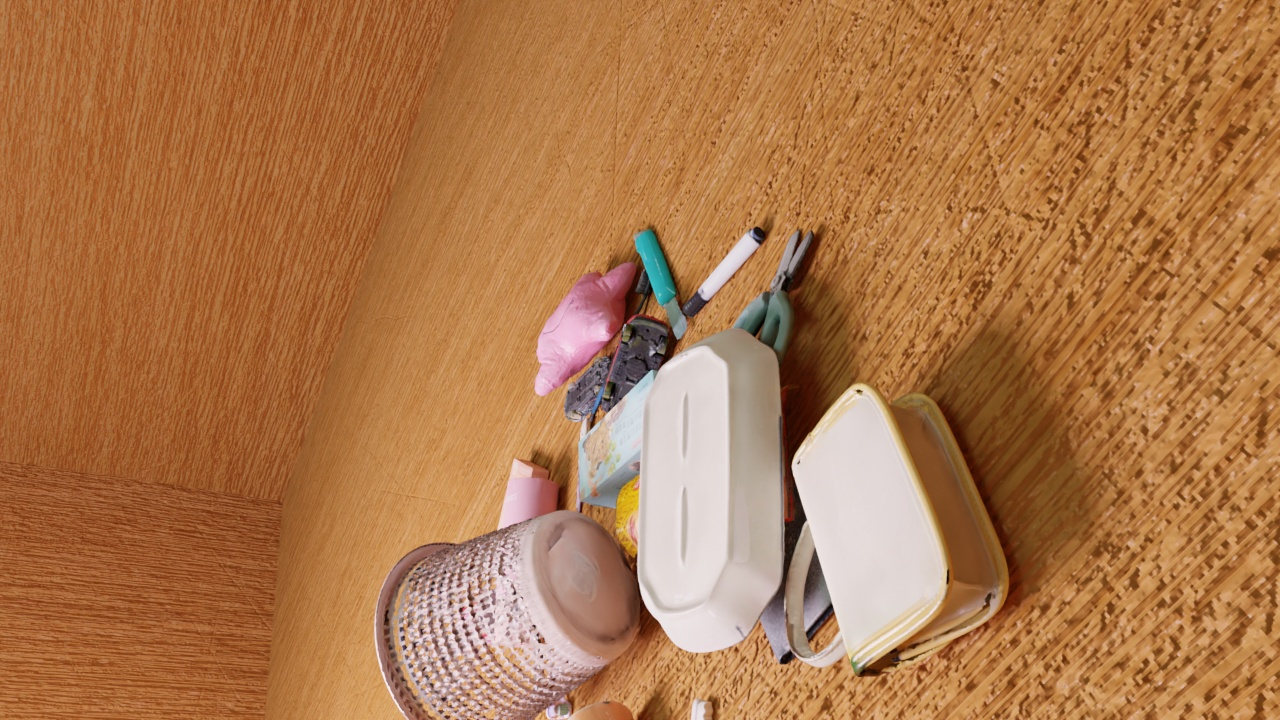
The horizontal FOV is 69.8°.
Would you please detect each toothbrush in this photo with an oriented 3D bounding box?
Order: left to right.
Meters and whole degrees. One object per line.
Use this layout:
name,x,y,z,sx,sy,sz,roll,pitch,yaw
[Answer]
toothbrush,-0.093,0.310,1.050,0.021,0.029,0.188,75,-170,-56
toothbrush,-0.065,0.153,1.080,0.016,0.017,0.187,-42,39,53
toothbrush,-0.024,-0.018,1.051,0.014,0.016,0.189,-176,109,-78
toothbrush,0.044,0.373,0.753,0.016,0.016,0.180,-16,63,54

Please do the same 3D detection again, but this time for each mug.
mug,-0.020,0.377,0.816,0.122,0.078,0.078,50,122,53

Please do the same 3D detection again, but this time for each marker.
marker,0.080,-0.087,0.905,0.131,0.018,0.022,-49,28,43

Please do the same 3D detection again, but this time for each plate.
plate,0.046,0.096,0.740,0.162,0.034,0.265,-26,54,48

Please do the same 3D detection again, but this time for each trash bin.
trash bin,-0.117,0.254,0.919,0.193,0.227,0.227,-33,45,27

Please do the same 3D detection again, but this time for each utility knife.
utility knife,0.022,-0.090,1.023,0.029,0.013,0.209,-36,39,16

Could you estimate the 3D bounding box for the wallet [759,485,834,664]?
wallet,0.123,0.157,0.703,0.121,0.019,0.097,-60,32,27

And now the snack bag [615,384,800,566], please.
snack bag,0.061,0.110,0.796,0.208,0.073,0.128,-38,33,46

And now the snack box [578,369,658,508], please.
snack box,-0.006,0.085,0.952,0.175,0.051,0.074,-46,38,46

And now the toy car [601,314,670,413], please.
toy car,-0.006,0.006,0.989,0.045,0.053,0.121,-80,9,-67

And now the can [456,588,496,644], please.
can,-0.194,0.331,1.185,0.094,0.066,0.066,-33,49,54

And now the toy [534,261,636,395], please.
toy,-0.074,-0.046,1.121,0.195,0.074,0.178,-41,24,38

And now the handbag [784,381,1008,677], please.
handbag,0.150,0.124,0.616,0.179,0.063,0.163,-56,33,41

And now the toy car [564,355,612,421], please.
toy car,-0.058,0.036,1.102,0.106,0.031,0.048,-42,38,43

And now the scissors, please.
scissors,0.112,-0.033,0.788,0.178,0.019,0.169,-60,14,18

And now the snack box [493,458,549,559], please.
snack box,-0.164,0.215,1.229,0.084,0.026,0.157,10,86,65

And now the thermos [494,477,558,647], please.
thermos,-0.145,0.249,1.129,0.087,0.067,0.198,-24,57,51
